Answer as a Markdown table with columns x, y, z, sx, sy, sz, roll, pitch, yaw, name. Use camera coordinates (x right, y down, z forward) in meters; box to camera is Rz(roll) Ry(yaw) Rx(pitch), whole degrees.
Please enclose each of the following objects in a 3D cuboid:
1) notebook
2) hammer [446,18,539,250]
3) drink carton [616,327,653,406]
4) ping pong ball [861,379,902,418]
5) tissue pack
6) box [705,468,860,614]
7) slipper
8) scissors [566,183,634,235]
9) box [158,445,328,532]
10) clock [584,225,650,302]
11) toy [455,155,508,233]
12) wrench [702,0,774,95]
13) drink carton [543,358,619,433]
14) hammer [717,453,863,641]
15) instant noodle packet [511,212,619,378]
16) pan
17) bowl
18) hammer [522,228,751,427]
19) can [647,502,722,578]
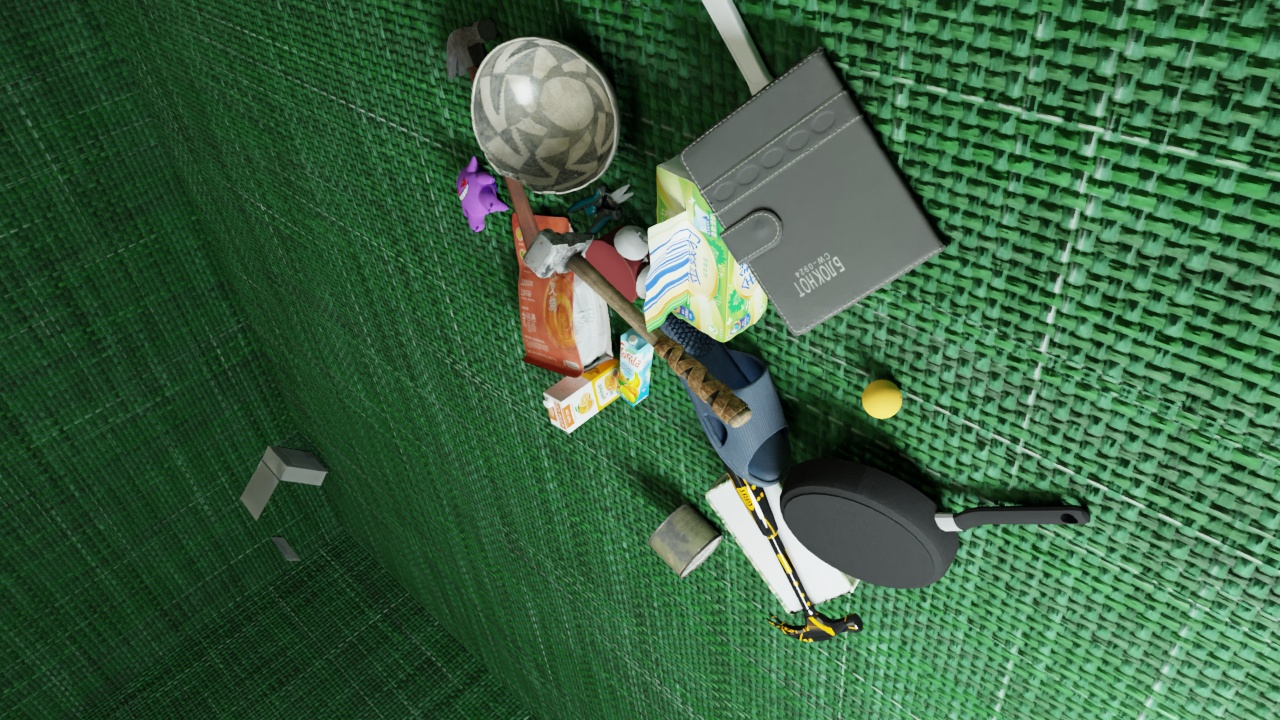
| x | y | z | sx | sy | sz | roll | pitch | yaw | name |
| --- | --- | --- | --- | --- | --- | --- | --- | --- | --- |
| 0.149 | -0.146 | 0.834 | 0.170 | 0.029 | 0.209 | -32 | 91 | 25 | notebook |
| -0.184 | -0.286 | 1.212 | 0.111 | 0.028 | 0.301 | 11 | 124 | 51 | hammer |
| -0.008 | 0.007 | 1.275 | 0.044 | 0.038 | 0.129 | 38 | 146 | 25 | drink carton |
| 0.249 | 0.040 | 0.946 | 0.040 | 0.040 | 0.040 | 35 | 145 | 29 | ping pong ball |
| 0.056 | -0.109 | 0.964 | 0.120 | 0.141 | 0.198 | 29 | 142 | 37 | tissue pack |
| 0.185 | 0.223 | 1.186 | 0.118 | 0.050 | 0.205 | -37 | 91 | 37 | box |
| 0.108 | 0.021 | 1.081 | 0.263 | 0.101 | 0.083 | 57 | 143 | 6 | slipper |
| -0.055 | -0.194 | 1.158 | 0.144 | 0.019 | 0.126 | 30 | 142 | 32 | scissors |
| -1.336 | 0.437 | 3.105 | 0.167 | 0.510 | 0.173 | 30 | 139 | 43 | box |
| -0.016 | -0.120 | 1.147 | 0.138 | 0.048 | 0.096 | -1 | 120 | 55 | clock |
| -0.233 | -0.242 | 1.324 | 0.088 | 0.055 | 0.106 | 56 | 140 | 4 | toy |
| 0.084 | -0.308 | 0.849 | 0.066 | 0.018 | 0.273 | -16 | 106 | 59 | wrench |
| -0.083 | 0.048 | 1.337 | 0.040 | 0.122 | 0.059 | 26 | 140 | 40 | drink carton |
| 0.161 | 0.217 | 1.149 | 0.124 | 0.036 | 0.320 | -19 | 103 | 37 | hammer |
| -0.126 | -0.100 | 1.312 | 0.164 | 0.083 | 0.221 | 16 | 125 | 53 | instant noodle packet |
| 0.298 | 0.178 | 0.980 | 0.204 | 0.044 | 0.357 | 47 | 148 | -21 | pan |
| -0.097 | -0.286 | 1.045 | 0.178 | 0.081 | 0.179 | 10 | 125 | 15 | bowl |
| 0.003 | -0.040 | 1.042 | 0.319 | 0.121 | 0.049 | 44 | 114 | 16 | hammer |
| 0.067 | 0.271 | 1.388 | 0.074 | 0.089 | 0.090 | 43 | 148 | 19 | can |
